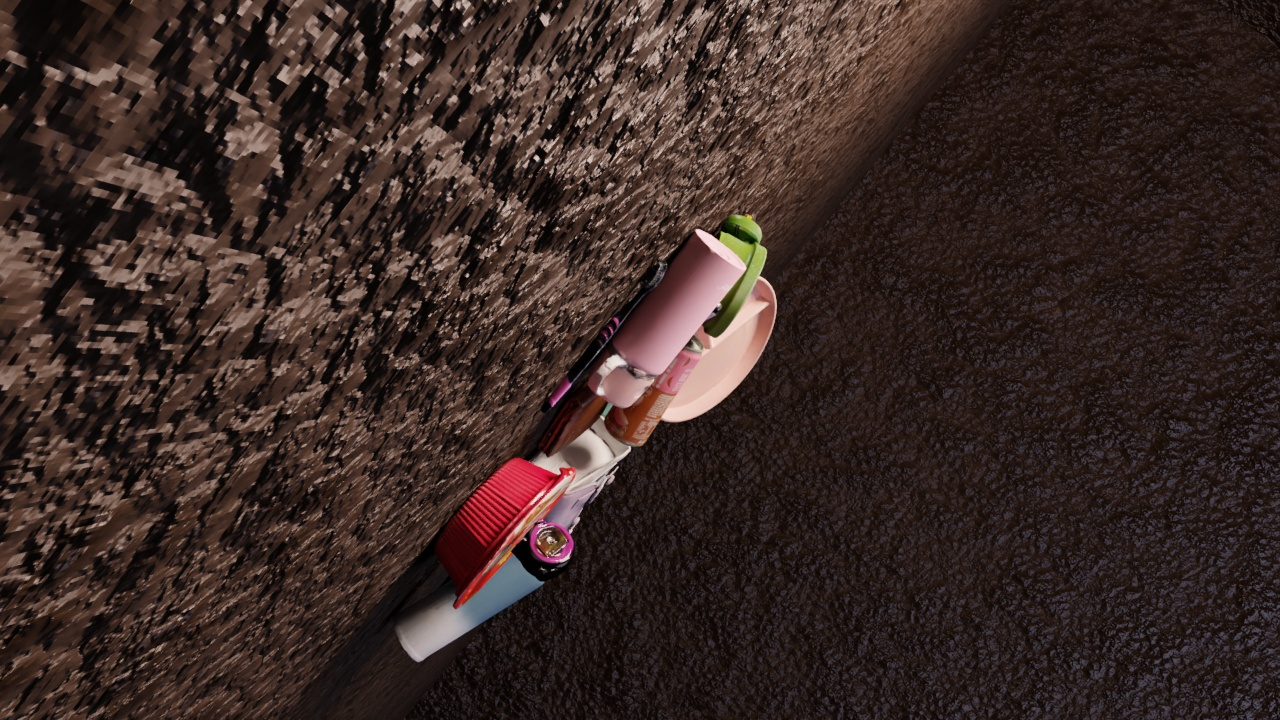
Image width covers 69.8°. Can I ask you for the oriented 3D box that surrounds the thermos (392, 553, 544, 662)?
[{"bbox_3d":[-0.187,0.273,1.096,0.220,0.070,0.070,-32,173,-4],"label":"thermos"}]

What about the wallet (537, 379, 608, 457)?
[{"bbox_3d":[-0.066,0.054,1.067,0.101,0.032,0.125,-41,170,-42],"label":"wallet"}]

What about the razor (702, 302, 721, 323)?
[{"bbox_3d":[0.034,-0.027,1.003,0.143,0.042,0.022,-30,-132,36],"label":"razor"}]

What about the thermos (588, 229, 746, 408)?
[{"bbox_3d":[0.019,-0.039,0.942,0.199,0.067,0.087,-50,160,17],"label":"thermos"}]

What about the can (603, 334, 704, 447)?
[{"bbox_3d":[0.015,0.031,1.083,0.147,0.058,0.057,-58,172,20],"label":"can"}]

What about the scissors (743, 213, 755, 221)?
[{"bbox_3d":[0.074,-0.104,1.171,0.189,0.015,0.221,-53,174,30],"label":"scissors"}]

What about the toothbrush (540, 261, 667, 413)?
[{"bbox_3d":[-0.037,-0.021,0.874,0.189,0.014,0.017,-50,164,10],"label":"toothbrush"}]

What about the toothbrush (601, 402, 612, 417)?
[{"bbox_3d":[-0.019,0.006,1.097,0.026,0.027,0.225,-2,148,-19],"label":"toothbrush"}]

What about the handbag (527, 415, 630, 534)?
[{"bbox_3d":[-0.111,0.169,1.182,0.144,0.098,0.198,-37,167,-43],"label":"handbag"}]

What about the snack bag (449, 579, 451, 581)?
[{"bbox_3d":[-0.211,0.267,1.324,0.191,0.039,0.110,-51,163,11],"label":"snack bag"}]

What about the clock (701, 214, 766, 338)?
[{"bbox_3d":[0.094,-0.100,1.046,0.116,0.056,0.160,-54,-170,47],"label":"clock"}]

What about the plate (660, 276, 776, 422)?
[{"bbox_3d":[0.089,-0.018,1.212,0.229,0.028,0.230,-30,142,-27],"label":"plate"}]

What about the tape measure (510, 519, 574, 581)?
[{"bbox_3d":[-0.098,0.199,0.964,0.057,0.057,0.039,-32,163,-46],"label":"tape measure"}]

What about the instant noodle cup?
[{"bbox_3d":[-0.154,0.172,0.987,0.193,0.066,0.194,-48,174,-7],"label":"instant noodle cup"}]
